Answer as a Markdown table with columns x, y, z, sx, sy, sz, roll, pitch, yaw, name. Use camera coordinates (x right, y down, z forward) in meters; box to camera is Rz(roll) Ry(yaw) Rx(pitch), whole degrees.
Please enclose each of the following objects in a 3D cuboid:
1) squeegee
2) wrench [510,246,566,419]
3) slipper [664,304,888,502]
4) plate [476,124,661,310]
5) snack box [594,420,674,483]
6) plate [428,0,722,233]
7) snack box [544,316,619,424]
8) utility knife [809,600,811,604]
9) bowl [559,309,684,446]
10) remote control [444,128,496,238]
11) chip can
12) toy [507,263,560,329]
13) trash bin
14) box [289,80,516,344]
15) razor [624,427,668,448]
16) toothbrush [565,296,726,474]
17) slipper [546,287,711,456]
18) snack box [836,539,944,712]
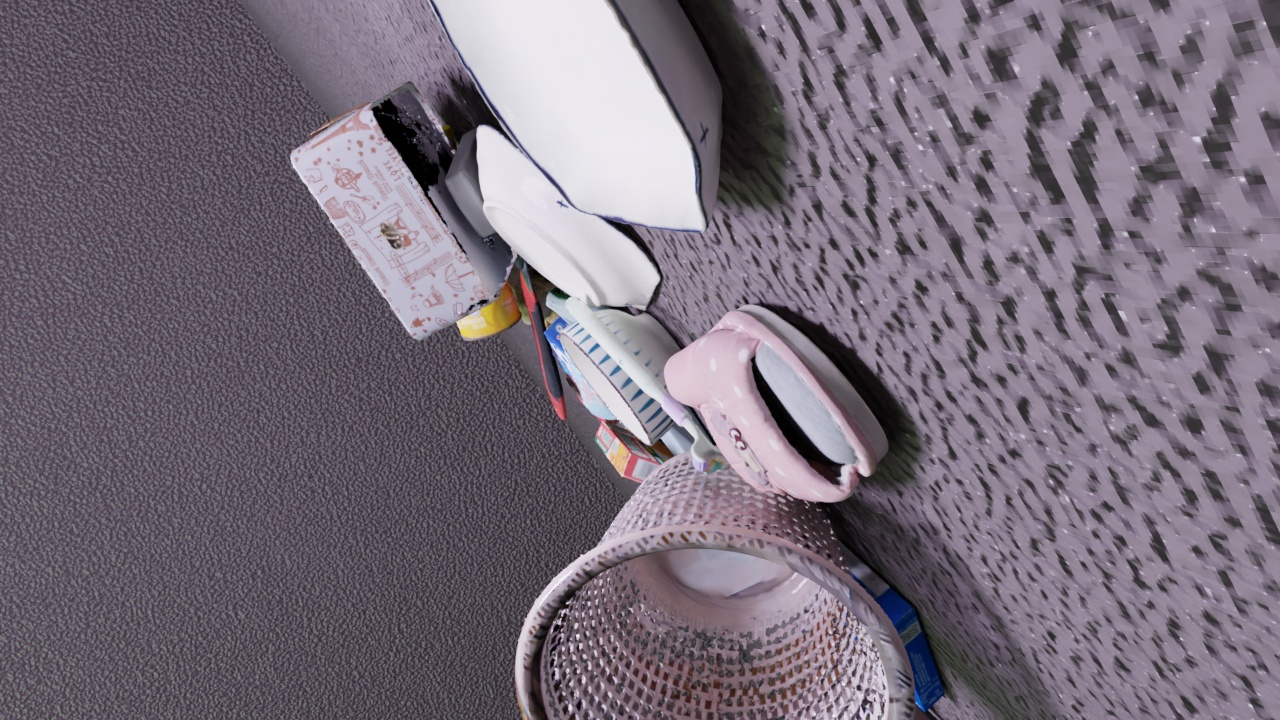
| x | y | z | sx | sy | sz | roll | pitch | yaw | name |
| --- | --- | --- | --- | --- | --- | --- | --- | --- | --- |
| 0.189 | 0.274 | 0.788 | 0.249 | 0.040 | 0.247 | 45 | 179 | -38 | squeegee |
| -0.114 | -0.050 | 0.979 | 0.056 | 0.016 | 0.274 | 41 | 149 | 55 | wrench |
| 0.062 | 0.029 | 0.537 | 0.114 | 0.054 | 0.274 | 52 | 173 | -4 | slipper |
| -0.062 | -0.088 | 0.667 | 0.163 | 0.034 | 0.164 | 39 | 171 | 2 | plate |
| 0.003 | 0.104 | 0.979 | 0.077 | 0.027 | 0.156 | 21 | -176 | -15 | snack box |
| -0.035 | -0.137 | 0.420 | 0.162 | 0.034 | 0.266 | 55 | 171 | -21 | plate |
| -0.048 | 0.008 | 0.999 | 0.058 | 0.057 | 0.208 | 43 | 169 | 21 | snack box |
| 0.113 | 0.173 | 0.973 | 0.216 | 0.018 | 0.034 | 52 | 170 | 5 | utility knife |
| -0.004 | 0.004 | 0.733 | 0.116 | 0.066 | 0.116 | 49 | 170 | 11 | bowl |
| -0.134 | -0.149 | 0.759 | 0.056 | 0.019 | 0.135 | 58 | -168 | -28 | remote control |
| -0.191 | -0.129 | 0.948 | 0.072 | 0.072 | 0.213 | 35 | 147 | 61 | chip can |
| -0.111 | -0.067 | 1.034 | 0.105 | 0.066 | 0.157 | -21 | 116 | 47 | toy |
| 0.052 | 0.162 | 0.603 | 0.227 | 0.228 | 0.191 | 53 | -161 | -12 | trash bin |
| -0.204 | -0.135 | 0.796 | 0.179 | 0.125 | 0.274 | 60 | 170 | -22 | box |
| 0.027 | 0.120 | 1.091 | 0.167 | 0.062 | 0.068 | 49 | 143 | 47 | razor |
| -0.003 | 0.010 | 0.626 | 0.029 | 0.020 | 0.189 | 31 | -167 | -50 | toothbrush |
| -0.016 | 0.028 | 0.858 | 0.245 | 0.074 | 0.104 | 52 | 172 | -28 | slipper |
| 0.188 | 0.209 | 0.717 | 0.084 | 0.026 | 0.157 | 42 | 167 | 46 | snack box |
